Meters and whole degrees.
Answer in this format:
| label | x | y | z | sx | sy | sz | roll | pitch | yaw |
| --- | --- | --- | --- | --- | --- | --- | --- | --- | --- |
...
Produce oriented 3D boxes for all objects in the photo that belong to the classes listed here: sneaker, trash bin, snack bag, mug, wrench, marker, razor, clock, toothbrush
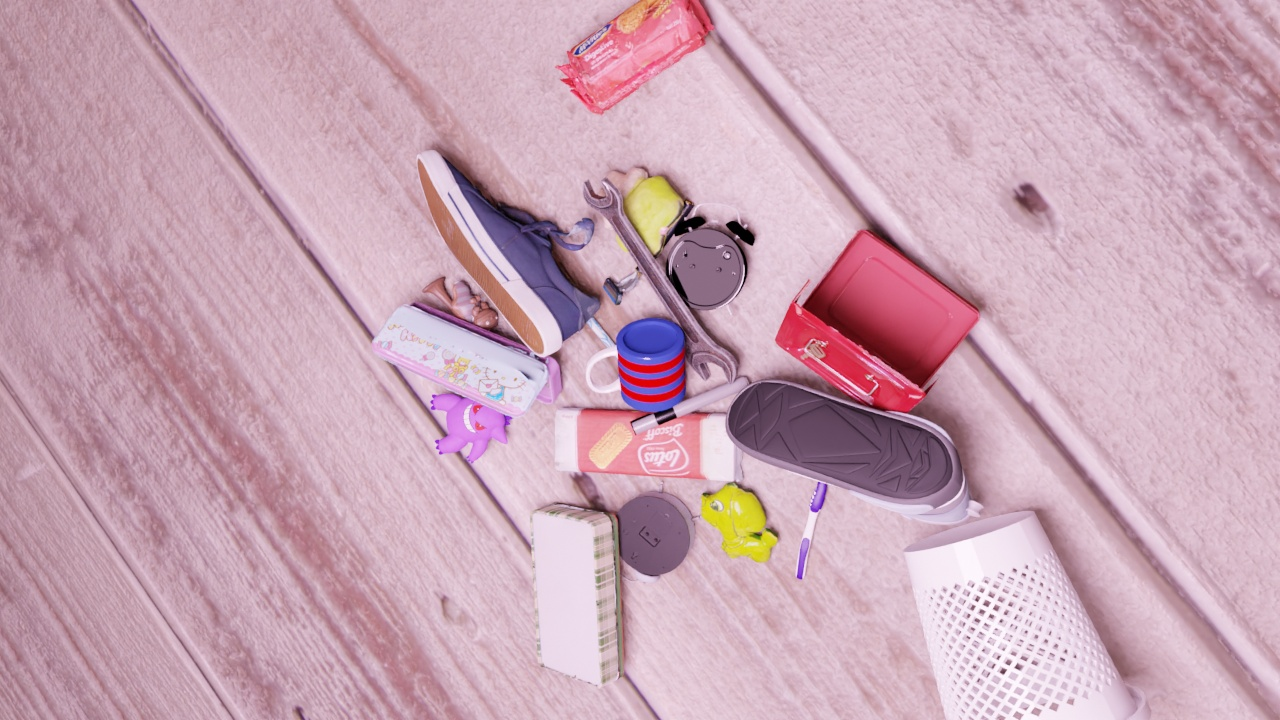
| label | x | y | z | sx | sy | sz | roll | pitch | yaw |
| --- | --- | --- | --- | --- | --- | --- | --- | --- | --- |
| sneaker | 0.221 | 0.104 | 0.959 | 0.257 | 0.160 | 0.093 | 17 | 76 | 39 |
| trash bin | 0.358 | 0.265 | 0.903 | 0.196 | 0.195 | 0.199 | -22 | 80 | 20 |
| snack bag | 0.007 | 0.097 | 1.072 | 0.225 | 0.041 | 0.077 | 1 | 95 | 21 |
| mug | -0.006 | 0.006 | 1.023 | 0.112 | 0.074 | 0.076 | -5 | 128 | -1 |
| wrench | 0.022 | -0.084 | 1.006 | 0.273 | 0.010 | 0.070 | 56 | 147 | -12 |
| marker | -0.025 | -0.005 | 1.083 | 0.013 | 0.013 | 0.142 | -42 | 83 | 19 |
| marker | 0.056 | 0.050 | 1.034 | 0.140 | 0.016 | 0.016 | -23 | 89 | -1 |
| razor | 0.013 | -0.124 | 1.051 | 0.144 | 0.022 | 0.042 | -48 | 44 | 14 |
| snack bag | -0.007 | -0.337 | 0.999 | 0.177 | 0.082 | 0.082 | -29 | 87 | 21 |
| sneaker | -0.149 | -0.149 | 1.078 | 0.127 | 0.121 | 0.294 | -35 | 76 | -23 |
| clock | 0.011 | 0.211 | 1.087 | 0.094 | 0.035 | 0.123 | 40 | 109 | 10 |
| toothbrush | 0.197 | 0.158 | 1.025 | 0.016 | 0.015 | 0.187 | 15 | 103 | 16 |
| clock | 0.078 | -0.114 | 1.015 | 0.091 | 0.042 | 0.121 | 9 | 100 | 18 |

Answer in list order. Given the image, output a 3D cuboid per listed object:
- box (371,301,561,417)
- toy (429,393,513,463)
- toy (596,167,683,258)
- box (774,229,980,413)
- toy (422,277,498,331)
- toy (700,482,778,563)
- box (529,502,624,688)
| label | x | y | z | sx | sy | sz | roll | pitch | yaw |
| --- | --- | --- | --- | --- | --- | --- | --- | --- | --- |
| box | -0.207 | 0.010 | 1.089 | 0.214 | 0.092 | 0.090 | 22 | 146 | 15 |
| toy | -0.205 | 0.073 | 1.135 | 0.088 | 0.056 | 0.106 | -10 | 84 | 17 |
| toy | -0.006 | -0.171 | 1.032 | 0.118 | 0.043 | 0.092 | 39 | 108 | 33 |
| box | 0.246 | -0.042 | 0.937 | 0.157 | 0.152 | 0.165 | 38 | 71 | 9 |
| toy | -0.216 | -0.065 | 1.128 | 0.102 | 0.041 | 0.055 | 51 | 132 | -2 |
| toy | 0.112 | 0.187 | 1.049 | 0.094 | 0.036 | 0.094 | 8 | 108 | 20 |
| box | -0.075 | 0.279 | 1.101 | 0.118 | 0.049 | 0.205 | 0 | 97 | 41 |
